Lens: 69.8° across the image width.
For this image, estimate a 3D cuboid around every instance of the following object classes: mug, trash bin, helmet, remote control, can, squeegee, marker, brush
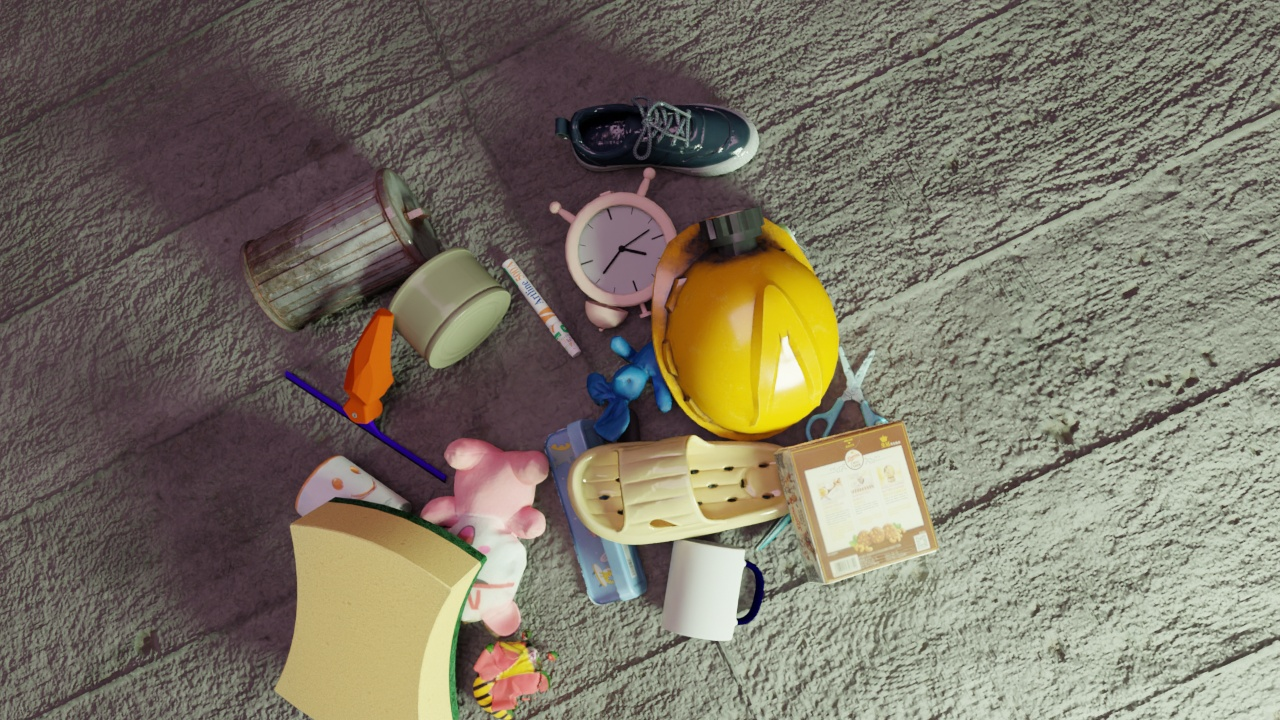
[{"bbox_3d":[-0.335,0.172,1.074,0.105,0.082,0.082,31,87,10],"label":"mug"},{"bbox_3d":[-0.349,-0.133,1.097,0.211,0.131,0.130,-25,79,6],"label":"trash bin"},{"bbox_3d":[0.084,0.252,1.008,0.111,0.079,0.097,12,83,-18],"label":"mug"},{"bbox_3d":[0.126,-0.031,0.967,0.205,0.131,0.255,-17,99,-12],"label":"helmet"},{"bbox_3d":[-0.012,0.126,1.041,0.033,0.015,0.146,-32,55,44],"label":"remote control"},{"bbox_3d":[-0.222,-0.060,1.068,0.073,0.128,0.128,45,90,10],"label":"can"},{"bbox_3d":[-0.315,0.019,1.066,0.249,0.055,0.185,31,123,11],"label":"squeegee"},{"bbox_3d":[-0.120,-0.063,1.109,0.017,0.017,0.145,-38,78,1],"label":"marker"},{"bbox_3d":[-0.286,0.290,1.001,0.195,0.075,0.250,18,110,14],"label":"brush"}]

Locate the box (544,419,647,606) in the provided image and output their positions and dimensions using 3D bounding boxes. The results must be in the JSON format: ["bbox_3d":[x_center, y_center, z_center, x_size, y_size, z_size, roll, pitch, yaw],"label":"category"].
[{"bbox_3d":[-0.060,0.174,1.045,0.079,0.072,0.210,-20,80,19],"label":"box"}]

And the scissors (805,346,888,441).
[{"bbox_3d":[0.230,0.051,1.040,0.120,0.015,0.138,-17,76,-3],"label":"scissors"}]

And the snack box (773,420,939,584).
[{"bbox_3d":[0.231,0.150,0.982,0.143,0.041,0.147,-12,83,-17],"label":"snack box"}]

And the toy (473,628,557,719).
[{"bbox_3d":[-0.148,0.358,1.040,0.084,0.046,0.103,38,93,-2],"label":"toy"}]

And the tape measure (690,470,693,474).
[{"bbox_3d":[0.031,0.136,1.044,0.059,0.036,0.065,0,69,25],"label":"tape measure"}]

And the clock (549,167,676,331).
[{"bbox_3d":[-0.019,-0.127,1.081,0.131,0.086,0.160,-19,89,5],"label":"clock"}]

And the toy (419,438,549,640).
[{"bbox_3d":[-0.179,0.200,1.046,0.142,0.084,0.213,9,82,10],"label":"toy"}]

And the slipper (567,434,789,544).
[{"bbox_3d":[0.055,0.133,0.978,0.261,0.079,0.111,-3,76,-8],"label":"slipper"}]

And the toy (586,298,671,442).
[{"bbox_3d":[-0.006,0.006,1.045,0.113,0.071,0.176,31,86,45],"label":"toy"}]

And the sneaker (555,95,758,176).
[{"bbox_3d":[0.020,-0.270,1.082,0.236,0.087,0.089,-1,81,9],"label":"sneaker"}]

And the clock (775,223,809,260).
[{"bbox_3d":[0.136,-0.112,1.065,0.119,0.042,0.094,-1,83,8],"label":"clock"}]

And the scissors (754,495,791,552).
[{"bbox_3d":[0.166,0.156,1.034,0.131,0.019,0.149,0,80,6],"label":"scissors"}]
